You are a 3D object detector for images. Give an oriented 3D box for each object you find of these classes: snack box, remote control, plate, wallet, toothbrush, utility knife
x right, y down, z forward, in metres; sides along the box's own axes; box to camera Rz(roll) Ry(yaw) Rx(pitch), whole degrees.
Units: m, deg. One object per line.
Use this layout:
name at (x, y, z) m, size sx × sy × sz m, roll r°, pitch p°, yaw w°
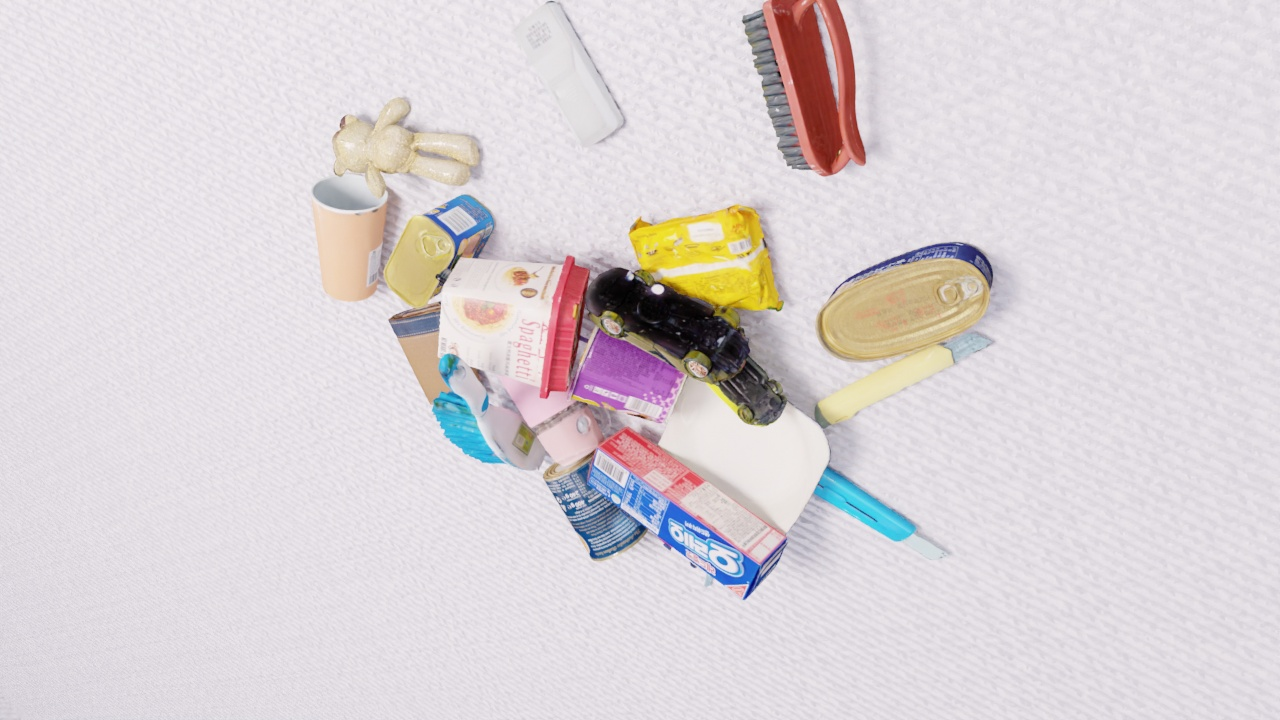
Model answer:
snack box at (0.043, 0.150, 0.914) m, size 0.207 × 0.058 × 0.057 m, roll 33°, pitch 128°, yaw 24°
remote control at (-0.065, -0.255, 0.828) m, size 0.049 × 0.024 × 0.125 m, roll -24°, pitch 102°, yaw 34°
plate at (0.102, 0.088, 0.907) m, size 0.164 × 0.034 × 0.164 m, roll 36°, pitch 125°, yaw 20°
wallet at (-0.229, -0.006, 1.039) m, size 0.090 × 0.033 × 0.115 m, roll -8°, pitch 112°, yaw 33°
toothbrush at (-0.116, -0.050, 0.921) m, size 0.189 × 0.014 × 0.017 m, roll 24°, pitch 110°, yaw -21°
utility knife at (0.218, 0.143, 0.900) m, size 0.182 × 0.018 × 0.034 m, roll 32°, pitch 123°, yaw 8°
utility knife at (0.228, 0.019, 0.828) m, size 0.184 × 0.019 × 0.031 m, roll -31°, pitch 104°, yaw 41°

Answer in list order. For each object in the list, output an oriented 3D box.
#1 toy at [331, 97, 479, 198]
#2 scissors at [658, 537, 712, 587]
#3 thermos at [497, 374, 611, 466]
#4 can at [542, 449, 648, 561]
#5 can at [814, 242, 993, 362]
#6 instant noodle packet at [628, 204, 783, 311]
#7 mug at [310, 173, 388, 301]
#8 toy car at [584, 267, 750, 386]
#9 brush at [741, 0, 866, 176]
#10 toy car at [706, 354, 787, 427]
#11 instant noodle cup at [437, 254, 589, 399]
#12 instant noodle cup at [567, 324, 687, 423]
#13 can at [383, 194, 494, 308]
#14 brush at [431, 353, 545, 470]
toy at (-0.238, -0.209, 0.923) m, size 0.157 × 0.066 × 0.105 m, roll 11°, pitch 88°, yaw 17°
scissors at (0.078, 0.202, 1.006) m, size 0.134 × 0.017 × 0.134 m, roll 18°, pitch 126°, yaw 13°
thermos at (-0.104, 0.010, 0.960) m, size 0.067 × 0.087 × 0.198 m, roll -31°, pitch 93°, yaw 50°
can at (-0.049, 0.153, 1.005) m, size 0.075 × 0.075 × 0.111 m, roll -22°, pitch 104°, yaw 34°
can at (0.222, -0.048, 0.777) m, size 0.148 × 0.049 × 0.074 m, roll -21°, pitch 105°, yaw 34°
instant noodle packet at (0.061, -0.089, 0.841) m, size 0.129 × 0.044 × 0.111 m, roll -4°, pitch 120°, yaw 32°
mug at (-0.314, -0.129, 0.994) m, size 0.078 × 0.078 × 0.123 m, roll 24°, pitch 129°, yaw 14°
toy car at (0.023, -0.033, 0.826) m, size 0.158 × 0.070 × 0.042 m, roll 28°, pitch 148°, yaw 13°
brush at (0.136, -0.216, 0.723) m, size 0.069 × 0.063 × 0.146 m, roll 0°, pitch 117°, yaw 41°
toy car at (0.087, 0.020, 0.843) m, size 0.105 × 0.048 × 0.032 m, roll 45°, pitch 153°, yaw 14°
instant noodle cup at (-0.118, -0.039, 0.858) m, size 0.124 × 0.116 × 0.116 m, roll 10°, pitch 120°, yaw -1°
instant noodle cup at (-0.005, 0.005, 0.889) m, size 0.099 × 0.111 × 0.112 m, roll 21°, pitch 124°, yaw -1°
can at (-0.204, -0.113, 0.936) m, size 0.057 × 0.083 × 0.102 m, roll 40°, pitch 126°, yaw 2°
brush at (-0.165, 0.051, 0.916) m, size 0.109 × 0.060 × 0.314 m, roll 15°, pitch 161°, yaw 23°
